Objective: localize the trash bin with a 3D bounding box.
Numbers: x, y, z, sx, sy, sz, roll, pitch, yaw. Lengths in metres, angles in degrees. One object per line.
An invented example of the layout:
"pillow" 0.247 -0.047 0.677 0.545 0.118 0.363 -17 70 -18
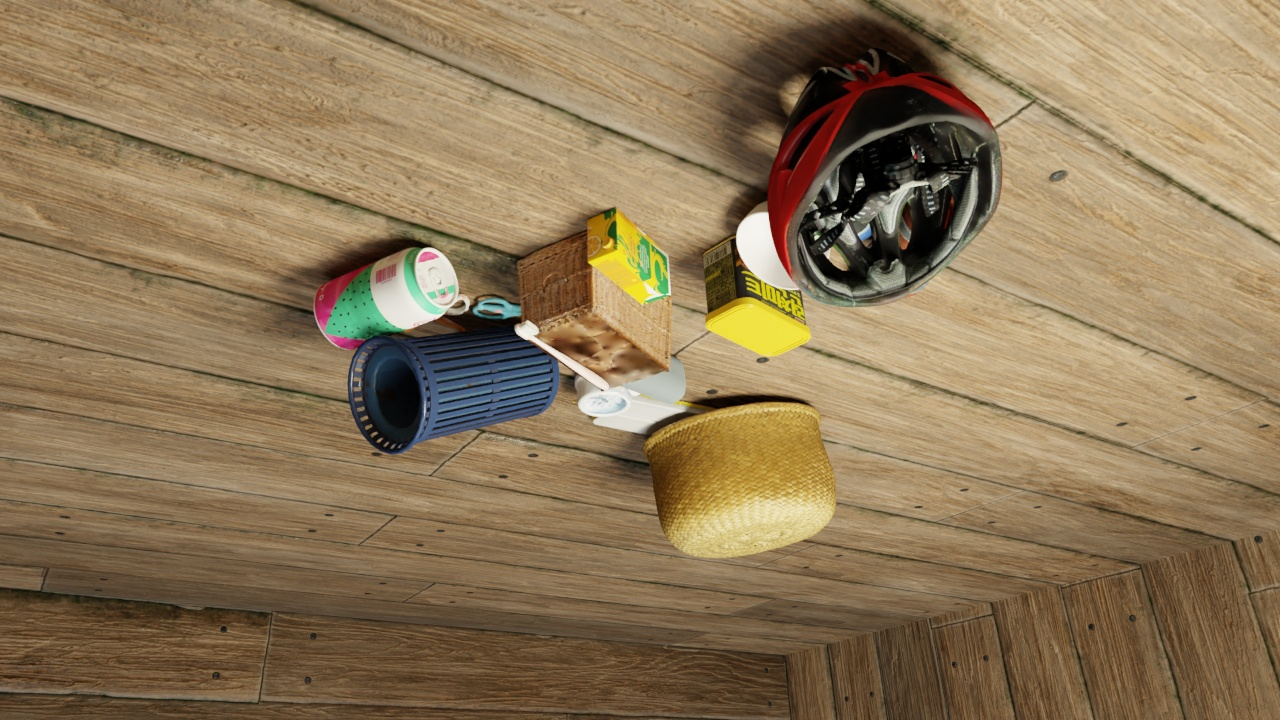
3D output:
"trash bin" -0.224 0.026 1.163 0.140 0.139 0.248 -25 172 37

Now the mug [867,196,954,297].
"mug" 0.327 -0.140 1.049 0.117 0.081 0.111 -18 155 -23

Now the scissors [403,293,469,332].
"scissors" -0.277 -0.063 1.207 0.129 0.011 0.125 -23 147 34

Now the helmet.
"helmet" 0.225 -0.162 0.881 0.217 0.166 0.272 -19 142 1

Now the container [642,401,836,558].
"container" 0.167 0.211 1.542 0.307 0.196 0.307 -6 155 -3

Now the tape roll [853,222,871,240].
"tape roll" 0.230 -0.163 1.048 0.091 0.016 0.093 19 146 -35

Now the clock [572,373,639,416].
"clock" -0.047 0.040 1.381 0.088 0.051 0.126 17 144 -31

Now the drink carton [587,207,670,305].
"drink carton" -0.014 -0.120 1.065 0.041 0.058 0.122 -18 149 27

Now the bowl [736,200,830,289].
"bowl" 0.165 -0.136 1.028 0.105 0.054 0.105 26 145 20

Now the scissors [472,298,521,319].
"scissors" -0.152 -0.067 1.214 0.136 0.015 0.057 0 155 -18

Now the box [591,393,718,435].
"box" 0.034 0.098 1.530 0.209 0.023 0.127 12 148 -28

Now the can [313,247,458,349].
"can" -0.306 -0.074 1.099 0.166 0.088 0.088 -17 149 26

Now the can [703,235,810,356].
"can" 0.139 -0.078 1.113 0.130 0.101 0.073 22 144 -39

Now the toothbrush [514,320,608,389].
"toothbrush" -0.087 -0.003 1.089 0.018 0.015 0.181 -23 145 24

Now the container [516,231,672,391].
"container" -0.053 -0.055 1.131 0.114 0.112 0.198 -18 147 28

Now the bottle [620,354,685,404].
"bottle" -0.008 0.008 1.297 0.161 0.072 0.046 22 139 -38
